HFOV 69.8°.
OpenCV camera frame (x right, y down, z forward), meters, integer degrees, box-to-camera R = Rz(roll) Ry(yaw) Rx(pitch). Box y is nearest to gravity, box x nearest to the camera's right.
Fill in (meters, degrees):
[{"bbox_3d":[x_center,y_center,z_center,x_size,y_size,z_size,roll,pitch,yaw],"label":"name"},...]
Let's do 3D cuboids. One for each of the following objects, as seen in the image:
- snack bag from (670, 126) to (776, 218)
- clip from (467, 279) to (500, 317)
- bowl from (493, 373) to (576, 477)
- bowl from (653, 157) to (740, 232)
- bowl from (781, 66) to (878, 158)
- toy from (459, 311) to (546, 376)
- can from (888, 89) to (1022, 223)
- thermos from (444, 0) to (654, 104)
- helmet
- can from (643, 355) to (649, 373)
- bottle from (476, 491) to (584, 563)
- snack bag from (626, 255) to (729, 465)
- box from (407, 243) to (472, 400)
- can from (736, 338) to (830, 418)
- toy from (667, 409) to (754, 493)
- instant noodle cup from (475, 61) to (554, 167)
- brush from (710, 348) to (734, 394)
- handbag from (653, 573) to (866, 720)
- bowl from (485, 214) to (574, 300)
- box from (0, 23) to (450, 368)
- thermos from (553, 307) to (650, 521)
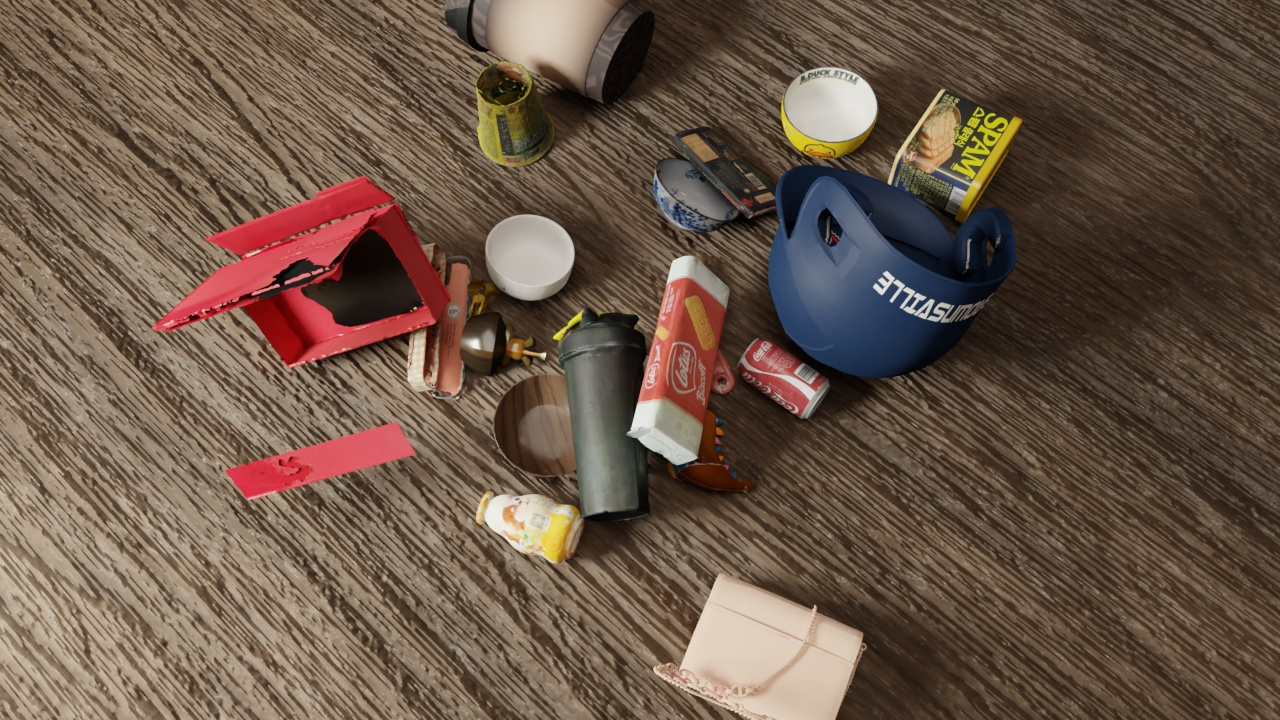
[{"bbox_3d":[0.110,-0.236,1.139,0.074,0.018,0.155,-23,63,-41],"label":"snack bag"},{"bbox_3d":[-0.191,-0.076,1.086,0.049,0.054,0.045,-37,90,12],"label":"clip"},{"bbox_3d":[-0.103,0.076,1.017,0.119,0.032,0.119,2,67,-6],"label":"bowl"},{"bbox_3d":[0.060,-0.191,1.112,0.114,0.045,0.114,20,40,-18],"label":"bowl"},{"bbox_3d":[0.234,-0.301,1.153,0.117,0.068,0.117,-1,67,2],"label":"bowl"},{"bbox_3d":[-0.157,-0.016,1.052,0.100,0.062,0.076,10,104,-1],"label":"toy"},{"bbox_3d":[0.383,-0.253,1.125,0.104,0.075,0.135,31,71,17],"label":"can"},{"bbox_3d":[-0.110,-0.441,1.178,0.226,0.173,0.172,31,71,8],"label":"thermos"},{"bbox_3d":[0.243,-0.107,0.990,0.232,0.224,0.271,5,55,-22],"label":"helmet"},{"bbox_3d":[-0.006,0.006,1.048,0.095,0.032,0.032,21,69,11],"label":"can"},{"bbox_3d":[-0.116,0.170,0.964,0.109,0.063,0.063,18,68,10],"label":"bottle"},{"bbox_3d":[0.045,-0.004,0.980,0.041,0.077,0.224,-21,45,41],"label":"snack bag"},{"bbox_3d":[-0.234,-0.048,1.069,0.078,0.054,0.186,11,65,-28],"label":"box"},{"bbox_3d":[0.159,0.019,1.025,0.096,0.054,0.054,35,72,15],"label":"can"},{"bbox_3d":[0.081,0.100,1.005,0.103,0.071,0.090,21,53,-14],"label":"toy"},{"bbox_3d":[-0.164,-0.313,1.149,0.102,0.108,0.102,0,69,1],"label":"instant noodle cup"},{"bbox_3d":[0.073,-0.042,1.068,0.041,0.030,0.172,-15,68,-5],"label":"brush"},{"bbox_3d":[0.131,0.274,0.843,0.199,0.187,0.116,21,76,15],"label":"handbag"},{"bbox_3d":[-0.132,-0.116,1.088,0.105,0.054,0.104,5,58,-8],"label":"bowl"},{"bbox_3d":[-0.383,-0.148,0.907,0.212,0.410,0.107,-14,54,18],"label":"box"},{"bbox_3d":[-0.036,0.055,0.966,0.098,0.098,0.220,-5,73,0],"label":"thermos"}]
